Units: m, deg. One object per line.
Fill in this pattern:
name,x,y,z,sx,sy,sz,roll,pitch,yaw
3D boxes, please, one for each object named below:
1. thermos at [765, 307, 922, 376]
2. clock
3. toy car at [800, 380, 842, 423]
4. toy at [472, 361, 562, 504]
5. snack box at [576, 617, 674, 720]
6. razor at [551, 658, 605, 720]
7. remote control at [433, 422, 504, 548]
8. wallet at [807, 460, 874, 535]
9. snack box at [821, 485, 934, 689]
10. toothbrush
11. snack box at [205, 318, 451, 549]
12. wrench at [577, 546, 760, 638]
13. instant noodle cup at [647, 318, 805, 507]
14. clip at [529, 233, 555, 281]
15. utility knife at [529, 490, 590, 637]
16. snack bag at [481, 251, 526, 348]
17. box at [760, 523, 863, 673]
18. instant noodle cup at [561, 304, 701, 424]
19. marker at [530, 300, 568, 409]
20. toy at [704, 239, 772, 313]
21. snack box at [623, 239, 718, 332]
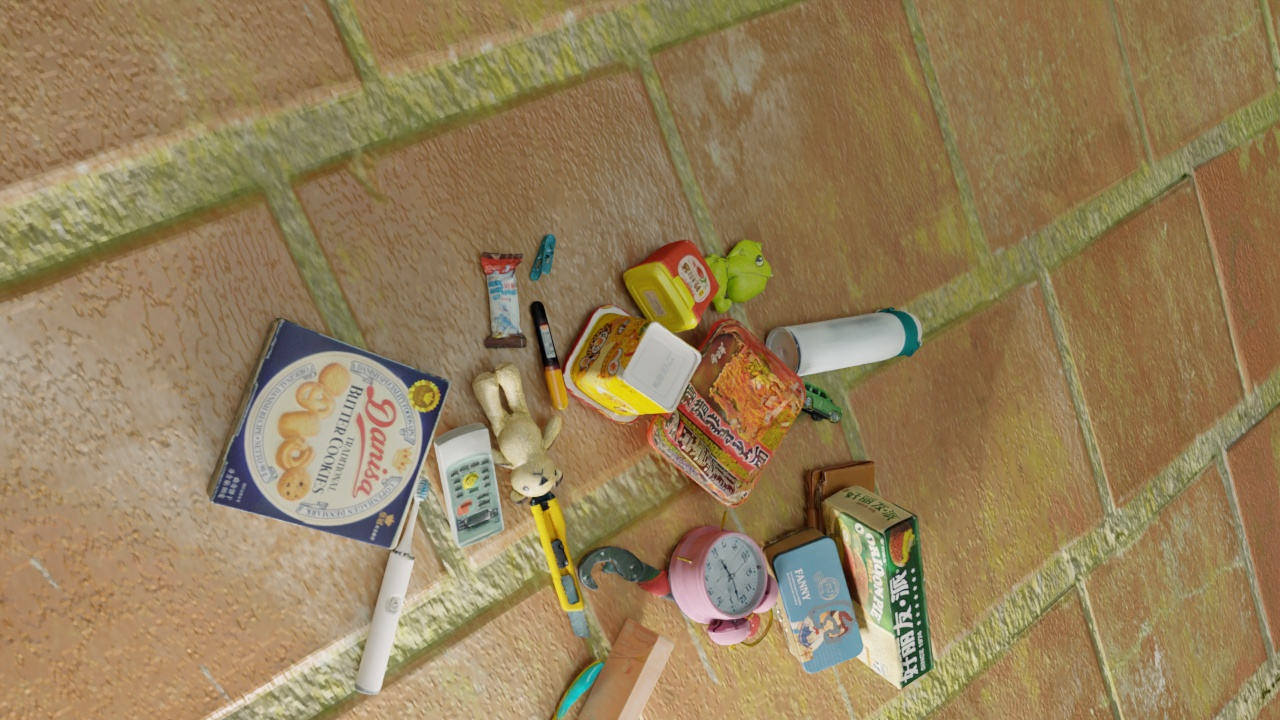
thermos,0.271,-0.027,1.200,0.223,0.073,0.073,-9,96,-29
clock,0.107,0.273,1.106,0.117,0.060,0.158,-38,104,-34
toy car,0.223,0.054,1.187,0.091,0.043,0.036,31,76,-26
toy,-0.131,0.076,0.980,0.105,0.066,0.157,-26,110,-20
snack box,-0.024,0.376,1.038,0.026,0.085,0.157,34,76,-22
razor,-0.080,0.396,1.040,0.043,0.028,0.132,42,74,-48
remote control,-0.178,0.131,0.958,0.056,0.019,0.135,-19,121,-27
wallet,0.268,0.204,1.222,0.107,0.031,0.132,-6,98,-28
snack box,0.303,0.288,1.174,0.063,0.114,0.240,-21,112,-23
toothbrush,-0.251,0.228,0.942,0.026,0.026,0.221,19,82,-39
snack box,-0.300,0.073,0.900,0.182,0.046,0.177,22,81,-27
wrench,0.043,0.282,1.110,0.273,0.016,0.056,27,79,-27
instant noodle cup,0.096,0.059,1.097,0.164,0.079,0.188,42,73,-24
clip,-0.106,-0.115,1.014,0.013,0.034,0.055,25,63,-28
utility knife,-0.087,0.232,1.038,0.033,0.015,0.190,-20,101,-24
snack bag,-0.147,-0.065,0.991,0.048,0.026,0.104,-2,92,-17
box,0.216,0.298,1.169,0.089,0.063,0.184,-21,103,-8
instant noodle cup,-0.006,0.006,1.014,0.116,0.124,0.116,35,75,-26
marker,-0.102,-0.006,1.014,0.018,0.015,0.124,-11,85,-31
toy,0.117,-0.104,1.132,0.100,0.031,0.096,7,88,-24
snack box,0.038,-0.088,1.066,0.079,0.082,0.091,-47,113,-34
